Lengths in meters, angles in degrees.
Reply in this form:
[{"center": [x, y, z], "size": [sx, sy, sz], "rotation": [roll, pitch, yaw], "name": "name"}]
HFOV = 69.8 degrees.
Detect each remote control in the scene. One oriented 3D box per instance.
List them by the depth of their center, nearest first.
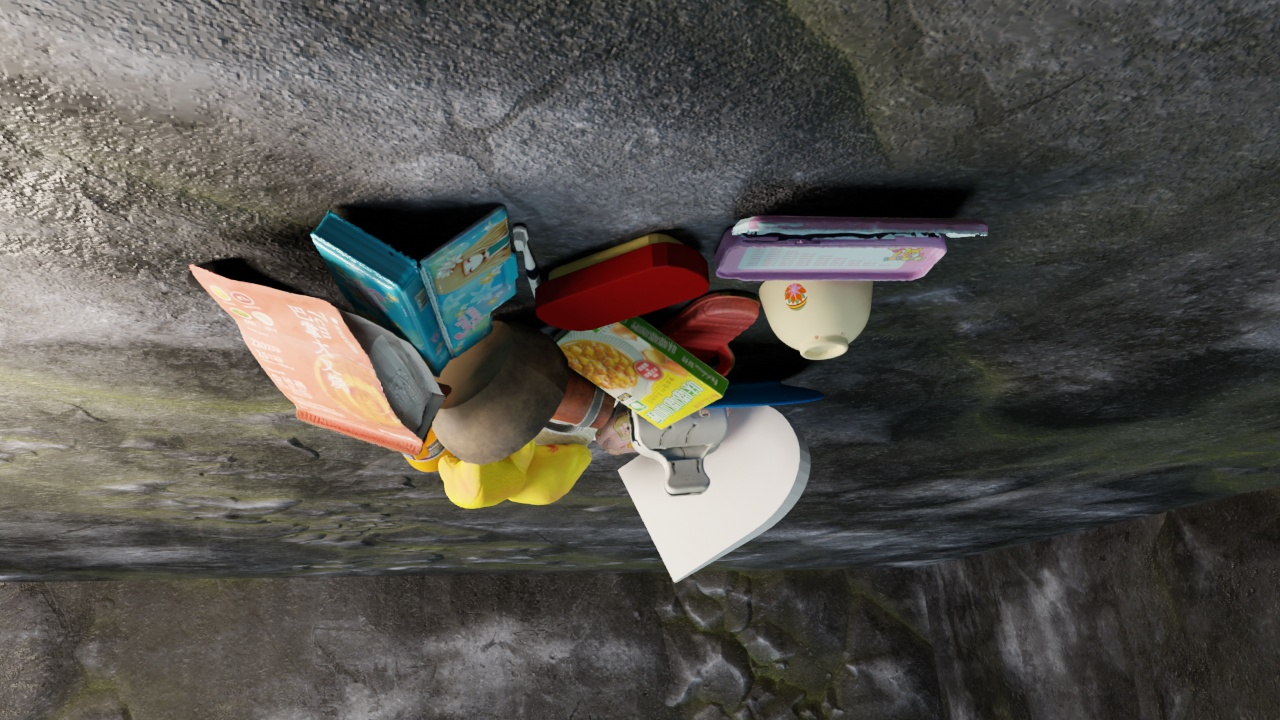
[{"center": [-0.013, 0.071, 1.317], "size": [0.043, 0.013, 0.137], "rotation": [-1, 160, -7], "name": "remote control"}]

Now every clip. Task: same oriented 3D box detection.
[{"center": [0.052, 0.099, 1.192], "size": [0.126, 0.151, 0.105], "rotation": [-4, 135, -8], "name": "clip"}]

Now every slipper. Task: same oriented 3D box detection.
[{"center": [0.058, -0.005, 1.055], "size": [0.103, 0.059, 0.249], "rotation": [3, 158, -20], "name": "slipper"}, {"center": [-0.093, 0.063, 1.224], "size": [0.114, 0.054, 0.274], "rotation": [7, 149, -23], "name": "slipper"}, {"center": [0.037, 0.103, 1.285], "size": [0.197, 0.081, 0.093], "rotation": [-13, 162, -7], "name": "slipper"}]

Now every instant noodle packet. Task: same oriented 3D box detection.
[{"center": [-0.297, -0.007, 0.849], "size": [0.164, 0.083, 0.221], "rotation": [15, 156, 21], "name": "instant noodle packet"}]

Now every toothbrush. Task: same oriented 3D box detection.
[{"center": [-0.103, -0.079, 0.879], "size": [0.012, 0.017, 0.187], "rotation": [6, 161, 4], "name": "toothbrush"}]

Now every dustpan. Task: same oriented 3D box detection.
[{"center": [0.120, 0.173, 1.333], "size": [0.258, 0.191, 0.053], "rotation": [-36, 151, 13], "name": "dustpan"}]

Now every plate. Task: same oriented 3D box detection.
[{"center": [0.119, 0.038, 1.167], "size": [0.224, 0.024, 0.224], "rotation": [-3, -178, 0], "name": "plate"}]

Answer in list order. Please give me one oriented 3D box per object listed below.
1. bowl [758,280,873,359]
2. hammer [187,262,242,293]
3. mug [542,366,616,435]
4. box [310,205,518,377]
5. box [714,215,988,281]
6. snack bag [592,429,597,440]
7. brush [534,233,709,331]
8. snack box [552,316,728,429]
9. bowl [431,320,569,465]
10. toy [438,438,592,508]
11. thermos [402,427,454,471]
[{"center": [0.185, -0.043, 0.946], "size": [0.118, 0.074, 0.118], "rotation": [-3, 160, -1], "name": "bowl"}, {"center": [-0.332, -0.029, 0.965], "size": [0.127, 0.029, 0.323], "rotation": [-12, 158, 22], "name": "hammer"}, {"center": [-0.100, 0.045, 1.089], "size": [0.111, 0.081, 0.118], "rotation": [18, 136, -23], "name": "mug"}, {"center": [-0.195, -0.055, 0.846], "size": [0.168, 0.086, 0.228], "rotation": [-2, 160, -5], "name": "box"}, {"center": [0.183, -0.105, 0.826], "size": [0.214, 0.040, 0.151], "rotation": [-1, 173, -8], "name": "box"}, {"center": [-0.078, 0.106, 1.395], "size": [0.196, 0.016, 0.070], "rotation": [4, 157, -20], "name": "snack bag"}, {"center": [-0.020, -0.075, 0.869], "size": [0.174, 0.041, 0.082], "rotation": [-16, 157, 30], "name": "brush"}, {"center": [-0.006, 0.006, 1.011], "size": [0.168, 0.027, 0.132], "rotation": [35, 146, -15], "name": "snack box"}, {"center": [-0.160, 0.024, 0.969], "size": [0.163, 0.161, 0.070], "rotation": [-16, 134, 30], "name": "bowl"}, {"center": [-0.164, 0.153, 1.226], "size": [0.193, 0.087, 0.135], "rotation": [9, 146, -42], "name": "toy"}, {"center": [-0.290, 0.089, 1.208], "size": [0.091, 0.076, 0.233], "rotation": [40, 163, 11], "name": "thermos"}]
